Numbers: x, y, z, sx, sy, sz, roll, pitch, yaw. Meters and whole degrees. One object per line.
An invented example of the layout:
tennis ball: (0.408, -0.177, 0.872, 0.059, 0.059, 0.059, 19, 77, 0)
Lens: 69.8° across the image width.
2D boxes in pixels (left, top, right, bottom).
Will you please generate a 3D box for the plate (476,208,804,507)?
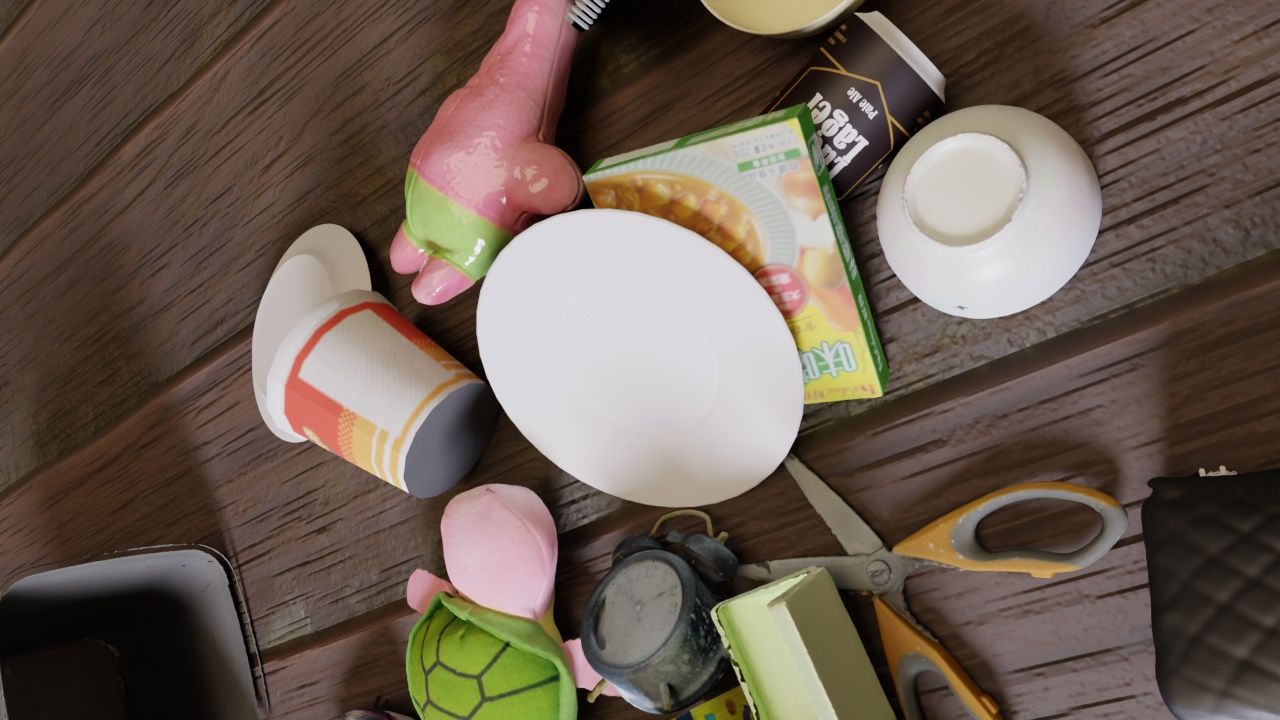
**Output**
plate: (-0.003, 0.003, 0.555, 0.209, 0.015, 0.209, 12, 126, 17)

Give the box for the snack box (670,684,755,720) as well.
snack box: (0.040, 0.237, 0.501, 0.040, 0.125, 0.088, -36, 68, 24)

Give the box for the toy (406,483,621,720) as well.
toy: (-0.099, 0.198, 0.617, 0.190, 0.087, 0.238, 17, 102, 27)

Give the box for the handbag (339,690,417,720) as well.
handbag: (-0.224, 0.343, 0.701, 0.170, 0.068, 0.144, -31, 62, 34)

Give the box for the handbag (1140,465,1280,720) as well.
handbag: (0.304, 0.103, 0.387, 0.154, 0.114, 0.124, -17, 53, 33)

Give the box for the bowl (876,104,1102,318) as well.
bowl: (0.176, -0.081, 0.482, 0.114, 0.063, 0.113, -4, 83, 33)

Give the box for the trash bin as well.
trash bin: (-0.479, 0.294, 0.794, 0.221, 0.197, 0.197, -32, 71, 32)

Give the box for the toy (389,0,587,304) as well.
toy: (-0.101, -0.150, 0.641, 0.192, 0.096, 0.237, 41, 108, 47)

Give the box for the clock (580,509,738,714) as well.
clock: (0.014, 0.150, 0.559, 0.090, 0.052, 0.129, -11, 45, 37)

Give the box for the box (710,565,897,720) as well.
box: (0.097, 0.209, 0.482, 0.083, 0.091, 0.188, -30, 78, 33)

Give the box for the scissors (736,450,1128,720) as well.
scissors: (0.151, 0.135, 0.505, 0.226, 0.016, 0.225, -13, 79, 33)

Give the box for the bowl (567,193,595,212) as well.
bowl: (-0.037, -0.067, 0.607, 0.124, 0.123, 0.052, -38, 105, 24)

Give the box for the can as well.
can: (0.106, -0.130, 0.525, 0.129, 0.071, 0.072, -45, 64, 21)

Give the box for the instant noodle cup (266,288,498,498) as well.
instant noodle cup: (-0.181, 0.030, 0.671, 0.121, 0.123, 0.123, 29, 101, 23)

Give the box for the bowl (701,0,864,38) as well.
bowl: (0.095, -0.240, 0.538, 0.118, 0.074, 0.118, 1, 91, 27)

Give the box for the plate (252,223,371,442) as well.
plate: (-0.290, -0.026, 0.779, 0.189, 0.016, 0.188, -10, 75, 39)

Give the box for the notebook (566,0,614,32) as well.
notebook: (0.028, -0.293, 0.560, 0.016, 0.148, 0.207, 37, 109, -12)

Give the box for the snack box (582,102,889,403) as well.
snack box: (0.055, -0.048, 0.522, 0.132, 0.027, 0.168, -8, 119, 32)
